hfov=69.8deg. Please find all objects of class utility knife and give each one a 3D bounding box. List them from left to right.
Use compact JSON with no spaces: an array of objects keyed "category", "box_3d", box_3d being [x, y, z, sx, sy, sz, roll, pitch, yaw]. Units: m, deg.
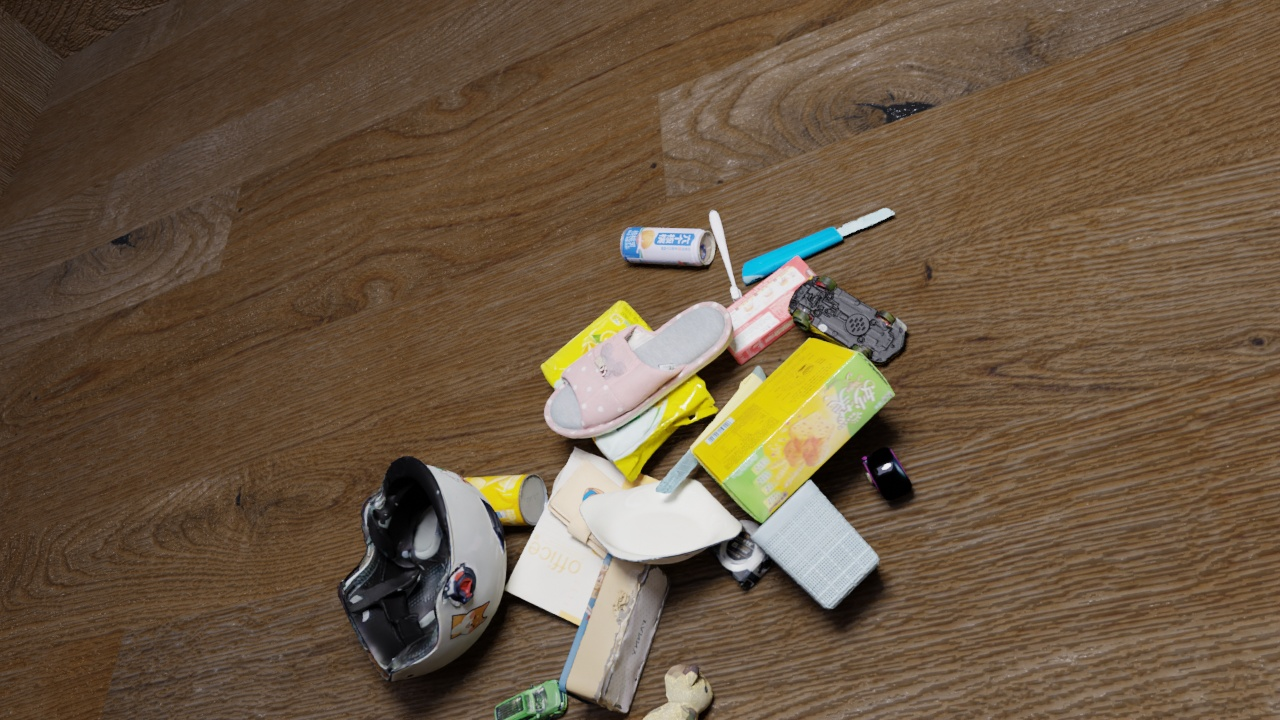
[{"category":"utility knife","box_3d":[0.093,0.089,1.149,0.031,0.022,0.215,42,65,3]},{"category":"utility knife","box_3d":[0.239,-0.159,1.248,0.219,0.018,0.034,-23,51,17]}]

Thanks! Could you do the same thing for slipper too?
[{"category":"slipper","box_3d":[-0.007,0.007,1.170,0.274,0.054,0.114,-30,50,6]}]

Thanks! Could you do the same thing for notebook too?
[{"category":"notebook","box_3d":[-0.068,0.225,1.169,0.146,0.010,0.206,19,71,23]}]

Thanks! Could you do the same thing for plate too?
[{"category":"plate","box_3d":[0.021,0.196,1.080,0.163,0.034,0.164,-10,22,-20]}]

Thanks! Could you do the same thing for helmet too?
[{"category":"helmet","box_3d":[-0.253,0.261,1.155,0.230,0.156,0.274,26,100,47]}]

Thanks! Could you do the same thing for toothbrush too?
[{"category":"toothbrush","box_3d":[0.120,-0.152,1.312,0.016,0.016,0.179,-21,53,14]}]

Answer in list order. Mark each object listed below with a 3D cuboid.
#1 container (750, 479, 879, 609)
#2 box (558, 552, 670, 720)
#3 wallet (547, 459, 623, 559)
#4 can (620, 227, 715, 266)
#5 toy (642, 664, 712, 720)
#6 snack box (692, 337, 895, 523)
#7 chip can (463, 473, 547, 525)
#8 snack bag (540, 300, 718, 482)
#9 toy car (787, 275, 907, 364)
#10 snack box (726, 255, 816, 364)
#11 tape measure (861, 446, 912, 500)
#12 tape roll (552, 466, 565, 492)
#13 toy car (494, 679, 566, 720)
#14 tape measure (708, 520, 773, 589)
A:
[{"category":"container","box_3d":[0.190,0.202,0.989,0.090,0.090,0.111,-43,73,-3]},{"category":"box","box_3d":[-0.028,0.318,1.056,0.062,0.090,0.184,10,63,29]},{"category":"wallet","box_3d":[-0.057,0.190,1.163,0.115,0.024,0.087,36,80,25]},{"category":"can","box_3d":[0.039,-0.167,1.342,0.135,0.053,0.053,7,65,32]},{"category":"toy","box_3d":[0.039,0.408,0.987,0.105,0.066,0.157,142,145,-64]},{"category":"snack box","box_3d":[0.170,0.074,1.059,0.210,0.070,0.157,-43,12,-2]},{"category":"chip can","box_3d":[-0.235,0.195,1.261,0.214,0.072,0.072,-6,59,25]},{"category":"snack bag","box_3d":[-0.018,0.036,1.237,0.158,0.068,0.246,-40,49,-2]},{"category":"toy car","box_3d":[0.256,-0.048,1.149,0.156,0.041,0.071,33,81,22]},{"category":"snack box","box_3d":[0.172,-0.067,1.224,0.153,0.025,0.075,-37,50,4]},{"category":"tape measure","box_3d":[0.274,0.128,1.025,0.039,0.058,0.057,-31,53,10]},{"category":"tape roll","box_3d":[-0.078,0.171,1.223,0.086,0.014,0.085,-14,55,21]},{"category":"toy car","box_3d":[-0.131,0.412,1.091,0.091,0.036,0.043,-27,50,8]},{"category":"tape measure","box_3d":[0.122,0.221,1.068,0.066,0.033,0.066,-46,52,0]}]
